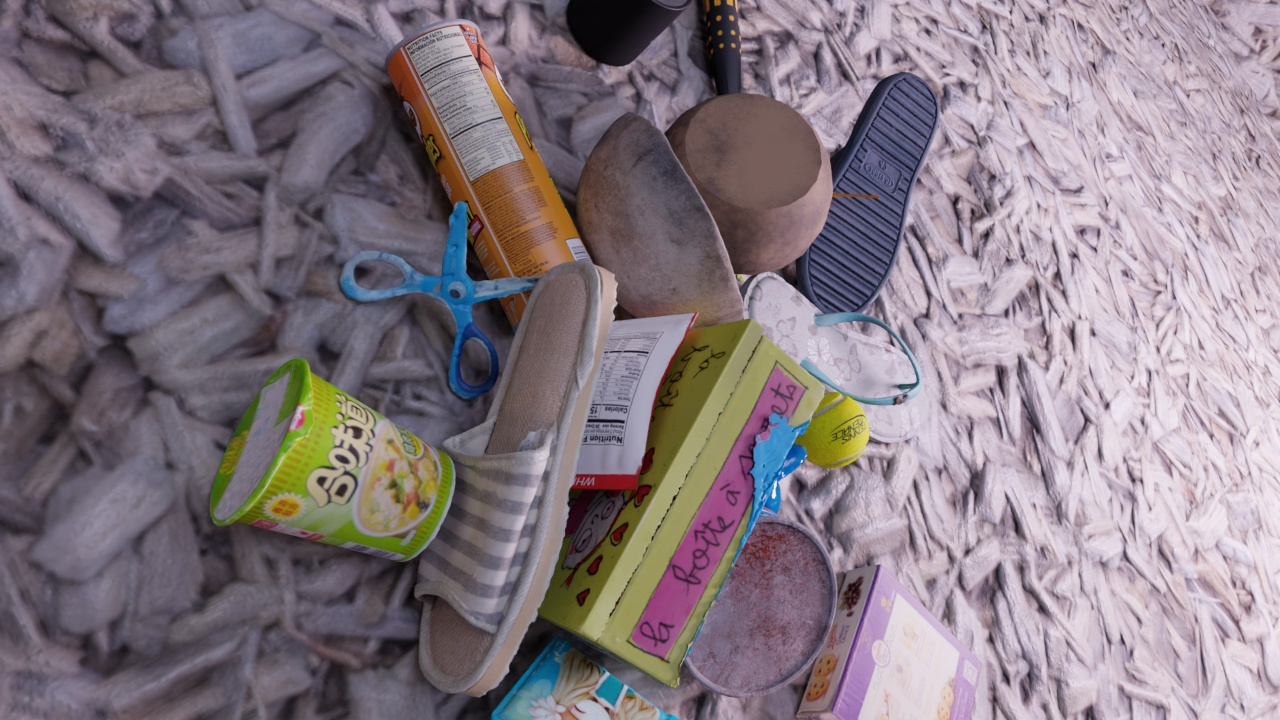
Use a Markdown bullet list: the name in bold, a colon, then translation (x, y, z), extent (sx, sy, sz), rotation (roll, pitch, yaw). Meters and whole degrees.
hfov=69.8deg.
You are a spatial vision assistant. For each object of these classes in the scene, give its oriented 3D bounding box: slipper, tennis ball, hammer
- **slipper**: translation (-0.080, 0.060, 0.556), extent (0.054, 0.115, 0.272), rotation (26, 71, -32)
- **slipper**: translation (0.194, 0.005, 0.839), extent (0.268, 0.055, 0.098), rotation (27, 70, -31)
- **tennis ball**: translation (0.165, 0.060, 0.797), extent (0.065, 0.066, 0.065), rotation (16, 62, -32)
- **slipper**: translation (0.211, -0.162, 0.912), extent (0.101, 0.083, 0.263), rotation (27, 80, -19)
- **hammer**: translation (0.090, -0.251, 0.897), extent (0.123, 0.036, 0.320), rotation (11, 67, -35)

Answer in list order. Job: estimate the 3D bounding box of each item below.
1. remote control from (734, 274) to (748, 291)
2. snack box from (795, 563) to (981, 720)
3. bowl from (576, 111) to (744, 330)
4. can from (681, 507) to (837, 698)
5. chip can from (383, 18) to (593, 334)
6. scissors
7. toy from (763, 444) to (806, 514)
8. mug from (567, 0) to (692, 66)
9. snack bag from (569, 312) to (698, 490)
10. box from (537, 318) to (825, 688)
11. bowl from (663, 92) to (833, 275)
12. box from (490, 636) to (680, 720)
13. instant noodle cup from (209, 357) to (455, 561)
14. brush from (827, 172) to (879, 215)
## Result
- **remote control**: translation (0.090, -0.059, 0.823), extent (0.125, 0.018, 0.038), rotation (36, 53, -19)
- **snack box**: translation (0.210, 0.270, 0.758), extent (0.148, 0.041, 0.143), rotation (44, 51, -14)
- **bowl**: translation (0.000, -0.089, 0.691), extent (0.081, 0.178, 0.178), rotation (-28, 89, -8)
- **can**: translation (0.074, 0.170, 0.657), extent (0.129, 0.044, 0.130), rotation (-2, 96, -23)
- **chip can**: translation (-0.105, -0.131, 0.665), extent (0.075, 0.075, 0.215), rotation (-24, 87, -41)
- **scissors**: translation (-0.129, -0.037, 0.616), extent (0.134, 0.011, 0.140), rotation (-8, 105, -6)
- **toy**: translation (0.075, 0.082, 0.720), extent (0.112, 0.071, 0.176), rotation (27, 56, -40)
- **mug**: translation (-0.006, -0.331, 0.819), extent (0.078, 0.088, 0.113), rotation (32, 55, -23)
- **snack bag**: translation (-0.038, 0.024, 0.619), extent (0.039, 0.131, 0.143), rotation (55, 43, -39)
- **box**: translation (0.017, 0.084, 0.600), extent (0.083, 0.125, 0.220), rotation (36, 73, -22)
- **bowl**: translation (0.089, -0.159, 0.785), extent (0.162, 0.070, 0.162), rotation (2, 68, -6)
- **box**: translation (-0.003, 0.285, 0.526), extent (0.227, 0.086, 0.169), rotation (34, 59, 9)
- **instant noodle cup**: translation (-0.171, 0.065, 0.525), extent (0.108, 0.099, 0.098), rotation (32, 54, -34)
- **brush**: translation (0.155, -0.158, 0.844), extent (0.126, 0.017, 0.048), rotation (3, 71, -3)
